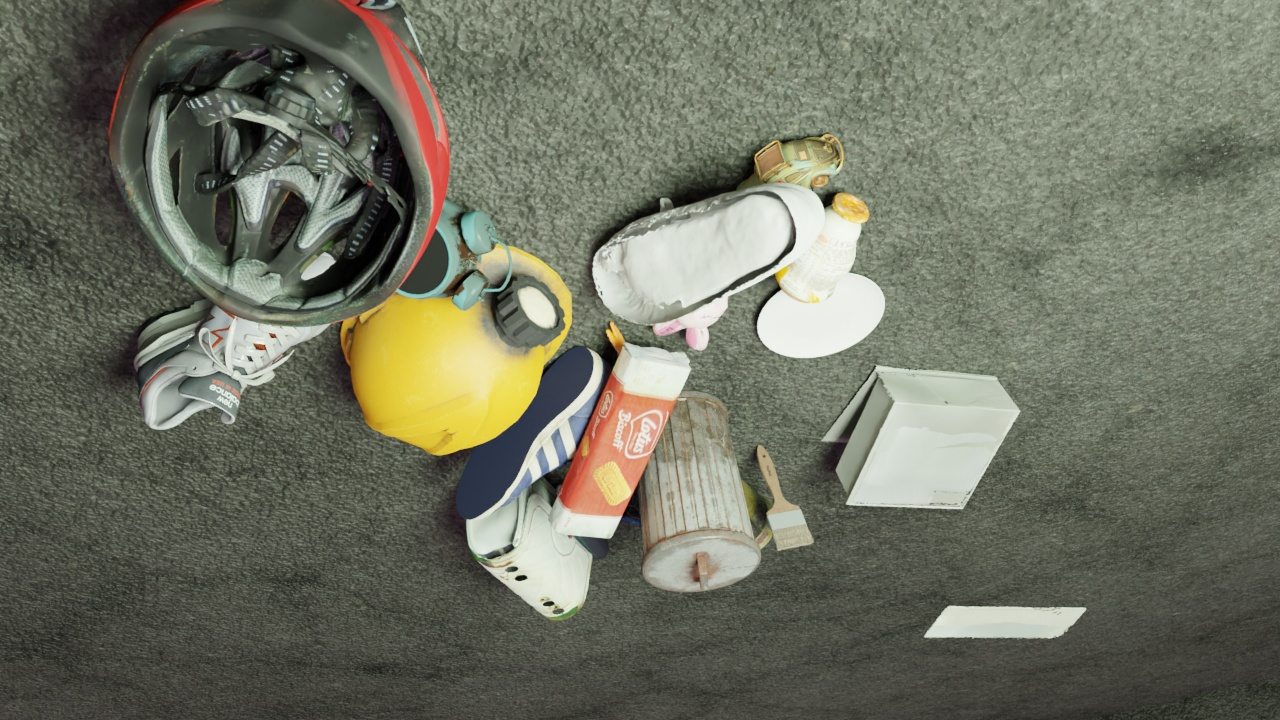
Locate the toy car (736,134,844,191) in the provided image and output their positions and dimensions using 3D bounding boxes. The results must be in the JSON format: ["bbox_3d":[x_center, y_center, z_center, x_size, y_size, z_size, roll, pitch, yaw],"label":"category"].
[{"bbox_3d":[0.119,-0.160,0.791,0.112,0.047,0.047,-33,137,29],"label":"toy car"}]

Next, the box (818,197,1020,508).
[{"bbox_3d":[0.321,-0.019,1.196,0.168,0.403,0.172,5,140,-15],"label":"box"}]

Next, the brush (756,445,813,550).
[{"bbox_3d":[0.167,0.165,1.131,0.045,0.143,0.008,-10,144,-11],"label":"brush"}]

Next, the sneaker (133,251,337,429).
[{"bbox_3d":[-0.369,-0.005,0.844,0.240,0.124,0.089,-21,140,17],"label":"sneaker"}]

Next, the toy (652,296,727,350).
[{"bbox_3d":[0.053,-0.052,0.919,0.063,0.047,0.110,11,142,-9],"label":"toy"}]

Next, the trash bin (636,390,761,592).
[{"bbox_3d":[0.057,0.155,1.045,0.131,0.210,0.131,-5,142,-4],"label":"trash bin"}]

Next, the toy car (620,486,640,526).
[{"bbox_3d":[-0.008,0.187,1.206,0.120,0.056,0.044,19,157,-22],"label":"toy car"}]

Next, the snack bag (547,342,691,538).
[{"bbox_3d":[-0.023,0.089,0.970,0.077,0.041,0.226,11,115,-33],"label":"snack bag"}]

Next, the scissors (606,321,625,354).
[{"bbox_3d":[-0.010,0.011,0.981,0.013,0.070,0.130,1,142,37],"label":"scissors"}]

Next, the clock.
[{"bbox_3d":[-0.171,-0.090,0.791,0.124,0.053,0.090,14,110,11],"label":"clock"}]

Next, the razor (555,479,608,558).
[{"bbox_3d":[-0.070,0.206,1.170,0.052,0.047,0.143,-46,138,-22],"label":"razor"}]

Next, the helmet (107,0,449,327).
[{"bbox_3d":[-0.248,-0.142,0.654,0.217,0.166,0.273,25,128,-15],"label":"helmet"}]

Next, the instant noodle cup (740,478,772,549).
[{"bbox_3d":[0.113,0.192,1.204,0.102,0.102,0.108,-22,131,18],"label":"instant noodle cup"}]

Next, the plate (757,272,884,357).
[{"bbox_3d":[0.189,-0.050,0.970,0.134,0.011,0.135,-4,142,-4],"label":"plate"}]

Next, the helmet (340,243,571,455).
[{"bbox_3d":[-0.183,0.015,0.897,0.256,0.131,0.205,-33,136,31],"label":"helmet"}]

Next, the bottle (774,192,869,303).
[{"bbox_3d":[0.172,-0.105,0.858,0.063,0.063,0.109,9,138,-19],"label":"bottle"}]

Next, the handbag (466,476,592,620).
[{"bbox_3d":[-0.137,0.232,1.170,0.096,0.141,0.198,-18,141,10],"label":"handbag"}]

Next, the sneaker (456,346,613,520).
[{"bbox_3d":[-0.090,0.097,1.025,0.118,0.091,0.233,30,103,-43],"label":"sneaker"}]

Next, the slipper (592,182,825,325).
[{"bbox_3d":[0.050,-0.097,0.801,0.074,0.112,0.247,-5,172,-46],"label":"slipper"}]
